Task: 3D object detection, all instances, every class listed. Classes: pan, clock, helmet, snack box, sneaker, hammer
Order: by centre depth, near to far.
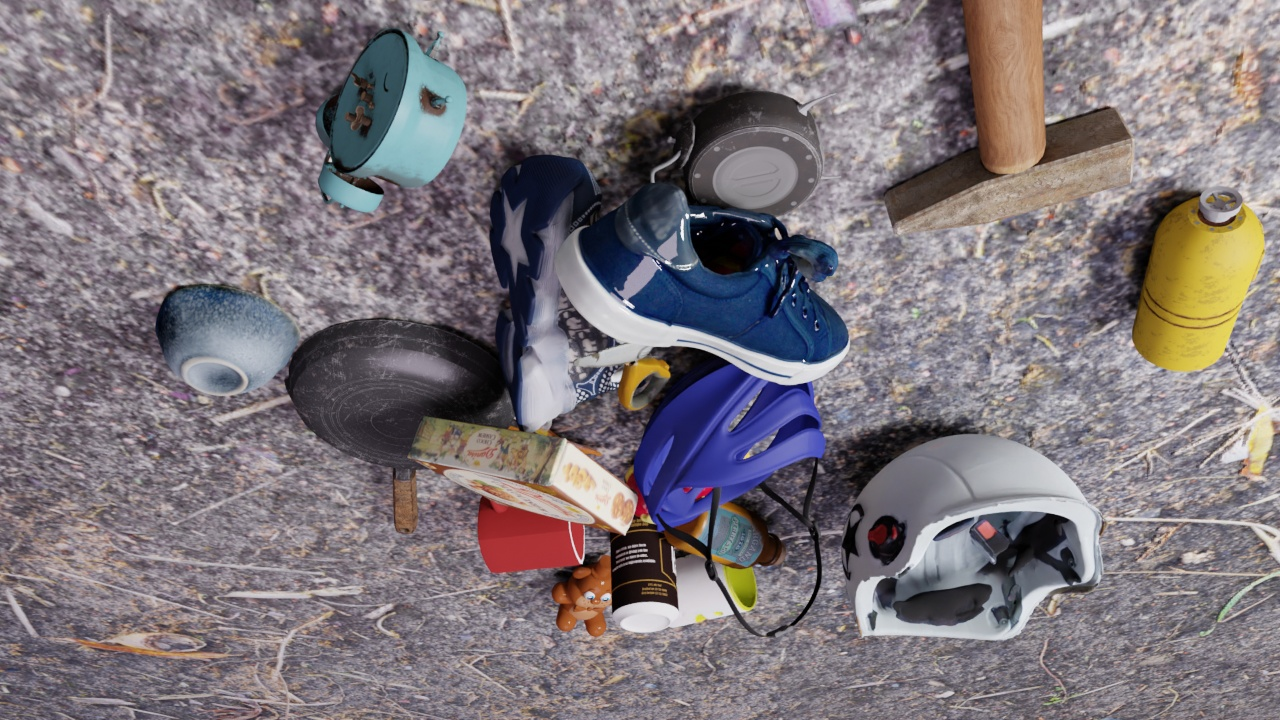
[{"bbox_3d":[0.205,-0.194,0.538,0.158,0.037,0.301,-15,141,15],"label":"hammer"},{"bbox_3d":[-0.155,-0.137,0.547,0.053,0.090,0.125,19,138,-41],"label":"clock"},{"bbox_3d":[0.068,-0.134,0.602,0.123,0.043,0.091,-8,145,10],"label":"clock"},{"bbox_3d":[0.085,-0.057,0.617,0.127,0.120,0.294,-40,150,26],"label":"sneaker"},{"bbox_3d":[-0.037,-0.048,0.687,0.132,0.103,0.270,-10,146,-15],"label":"sneaker"},{"bbox_3d":[-0.096,0.098,0.784,0.147,0.041,0.143,7,159,28],"label":"snack box"},{"bbox_3d":[0.095,0.110,0.785,0.147,0.227,0.242,-10,151,-37],"label":"helmet"},{"bbox_3d":[-0.227,0.089,0.878,0.207,0.040,0.358,7,140,-8],"label":"pan"},{"bbox_3d":[0.318,0.164,0.923,0.236,0.163,0.265,3,137,-15],"label":"helmet"}]

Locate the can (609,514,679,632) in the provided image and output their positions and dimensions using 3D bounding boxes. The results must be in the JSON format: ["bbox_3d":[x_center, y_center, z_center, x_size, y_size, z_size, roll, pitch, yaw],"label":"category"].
[{"bbox_3d":[0.003,0.227,1.010,0.072,0.128,0.072,-2,143,-2],"label":"can"}]

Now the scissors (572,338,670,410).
[{"bbox_3d":[-0.001,0.000,0.675,0.166,0.016,0.224,-52,163,26],"label":"scissors"}]

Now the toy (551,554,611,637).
[{"bbox_3d":[-0.060,0.292,1.150,0.095,0.065,0.128,8,137,-20],"label":"toy"}]

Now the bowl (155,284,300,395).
[{"bbox_3d":[-0.334,-0.007,0.735,0.110,0.055,0.110,-2,142,-2],"label":"bowl"}]

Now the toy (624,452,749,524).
[{"bbox_3d":[0.046,0.119,0.930,0.137,0.067,0.105,-21,134,10],"label":"toy"}]

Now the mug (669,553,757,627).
[{"bbox_3d":[0.077,0.274,1.119,0.106,0.082,0.082,-21,140,25],"label":"mug"}]

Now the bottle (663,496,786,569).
[{"bbox_3d":[0.102,0.196,1.026,0.157,0.067,0.068,27,134,-34],"label":"bottle"}]

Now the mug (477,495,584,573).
[{"bbox_3d":[-0.117,0.168,0.966,0.096,0.080,0.116,-7,136,6],"label":"mug"}]

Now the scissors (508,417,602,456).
[{"bbox_3d":[-0.084,0.071,0.894,0.133,0.012,0.084,18,140,-25],"label":"scissors"}]

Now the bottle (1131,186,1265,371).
[{"bbox_3d":[0.426,-0.066,0.700,0.071,0.071,0.164,-12,142,11],"label":"bottle"}]
